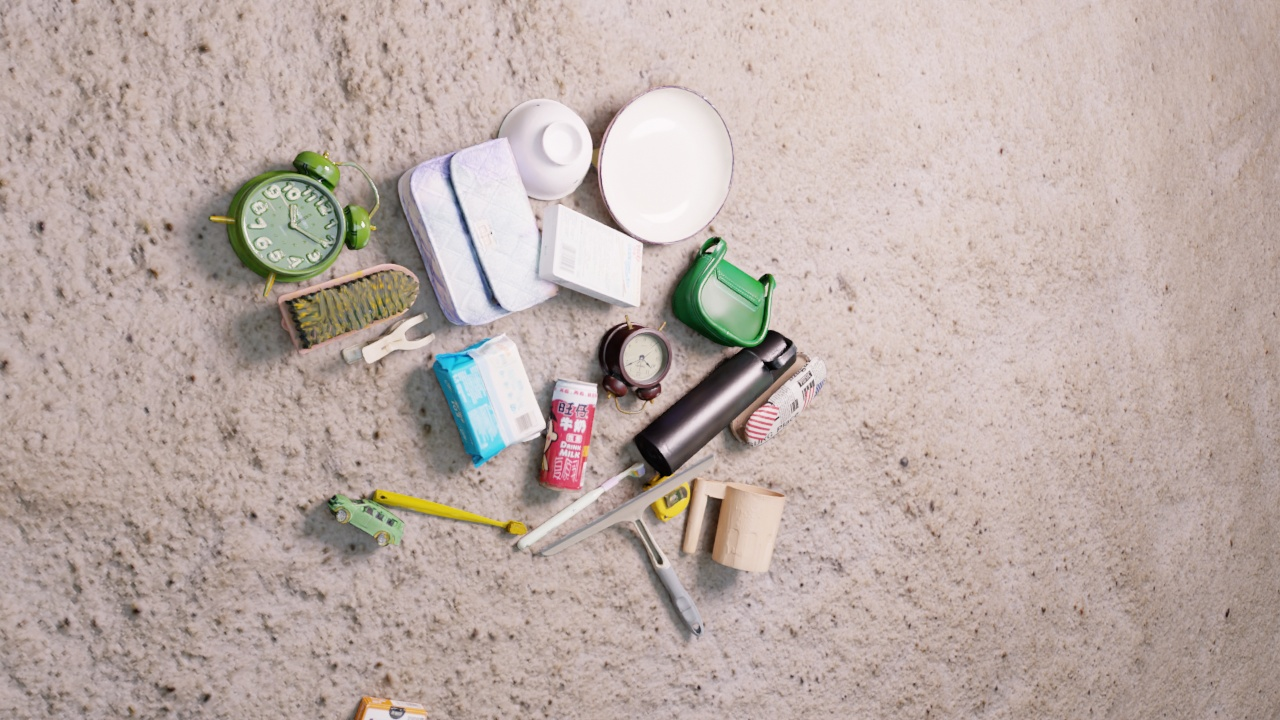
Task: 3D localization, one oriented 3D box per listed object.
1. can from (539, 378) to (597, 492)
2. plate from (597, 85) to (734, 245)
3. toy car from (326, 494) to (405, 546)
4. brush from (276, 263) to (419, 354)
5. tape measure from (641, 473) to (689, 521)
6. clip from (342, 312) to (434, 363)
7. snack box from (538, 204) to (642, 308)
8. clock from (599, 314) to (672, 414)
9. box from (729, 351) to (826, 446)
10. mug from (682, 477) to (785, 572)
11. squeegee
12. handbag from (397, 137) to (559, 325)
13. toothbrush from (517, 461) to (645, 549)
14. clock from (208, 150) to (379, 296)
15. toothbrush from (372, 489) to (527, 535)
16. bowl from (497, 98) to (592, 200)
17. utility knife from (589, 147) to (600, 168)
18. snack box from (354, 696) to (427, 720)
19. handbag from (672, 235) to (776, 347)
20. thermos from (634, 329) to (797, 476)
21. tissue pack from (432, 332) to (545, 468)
[{"bbox_3d":[-0.087,0.090,1.112,0.053,0.053,0.132,9,90,-29],"label":"can"},{"bbox_3d":[0.028,-0.242,1.142,0.192,0.039,0.192,-9,110,-27],"label":"plate"},{"bbox_3d":[-0.301,0.173,1.009,0.091,0.043,0.036,34,81,-28],"label":"toy car"},{"bbox_3d":[-0.304,-0.062,0.971,0.145,0.073,0.063,-26,106,-29],"label":"brush"},{"bbox_3d":[0.038,0.176,1.201,0.057,0.029,0.060,-30,108,-24],"label":"tape measure"},{"bbox_3d":[-0.272,-0.022,1.008,0.096,0.060,0.034,-26,106,-36],"label":"clip"},{"bbox_3d":[-0.056,-0.120,1.086,0.156,0.027,0.084,17,72,-51],"label":"snack box"},{"bbox_3d":[-0.007,0.007,1.147,0.082,0.055,0.122,9,92,-29],"label":"clock"},{"bbox_3d":[0.200,0.058,1.252,0.163,0.077,0.075,-40,117,-23],"label":"box"},{"bbox_3d":[0.125,0.219,1.231,0.124,0.084,0.103,11,90,-5],"label":"mug"},{"bbox_3d":[0.028,0.266,1.199,0.246,0.039,0.247,-29,115,-4],"label":"squeegee"},{"bbox_3d":[-0.178,-0.140,1.030,0.134,0.076,0.194,-27,107,-27],"label":"handbag"},{"bbox_3d":[-0.073,0.182,1.148,0.189,0.029,0.020,-30,66,-22],"label":"toothbrush"},{"bbox_3d":[-0.347,-0.148,0.948,0.161,0.056,0.116,-38,112,-21],"label":"clock"},{"bbox_3d":[-0.218,0.179,1.069,0.190,0.017,0.015,20,84,-28],"label":"toothbrush"},{"bbox_3d":[-0.101,-0.249,1.065,0.118,0.065,0.118,-2,95,-24],"label":"bowl"},{"bbox_3d":[-0.007,-0.267,1.145,0.177,0.019,0.031,-22,100,-26],"label":"utility knife"},{"bbox_3d":[-0.303,0.465,1.042,0.075,0.026,0.153,21,85,-29],"label":"snack box"},{"bbox_3d":[0.114,-0.084,1.198,0.131,0.068,0.120,28,80,-28],"label":"handbag"},{"bbox_3d":[0.106,0.048,1.193,0.242,0.090,0.068,-39,94,-20],"label":"thermos"},{"bbox_3d":[-0.175,0.044,1.054,0.089,0.063,0.140,-26,107,-26],"label":"tissue pack"}]
